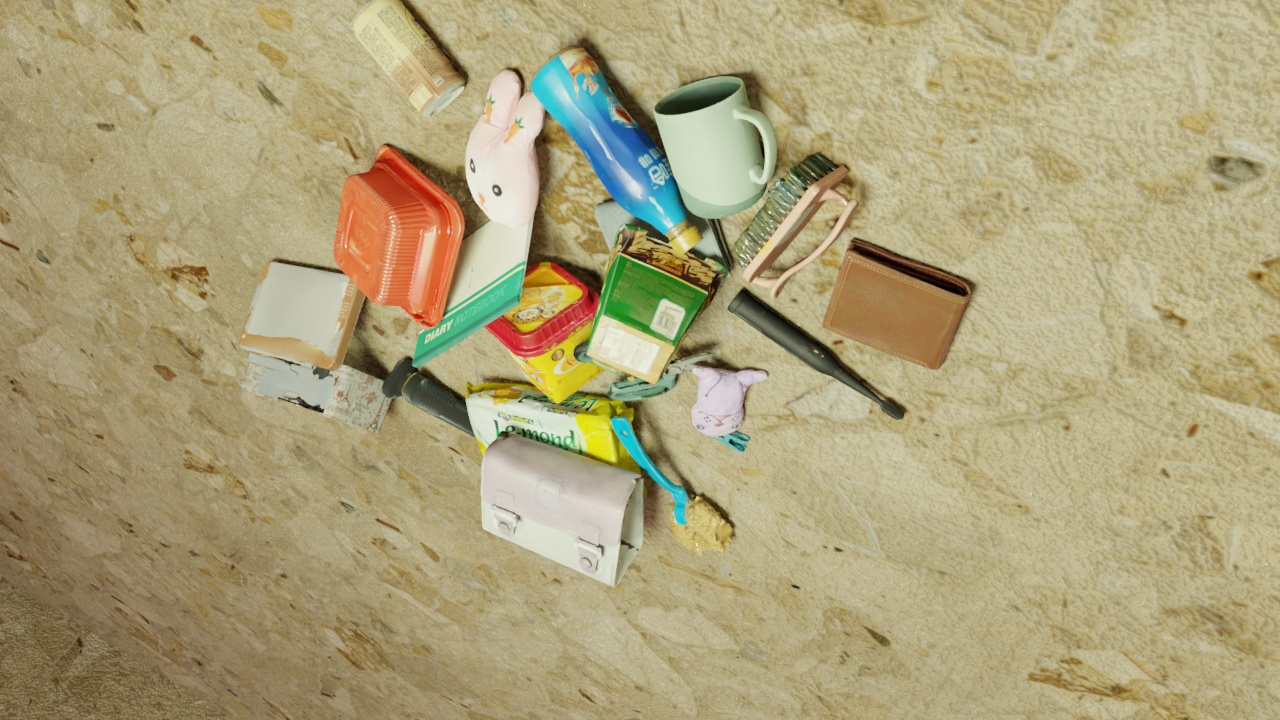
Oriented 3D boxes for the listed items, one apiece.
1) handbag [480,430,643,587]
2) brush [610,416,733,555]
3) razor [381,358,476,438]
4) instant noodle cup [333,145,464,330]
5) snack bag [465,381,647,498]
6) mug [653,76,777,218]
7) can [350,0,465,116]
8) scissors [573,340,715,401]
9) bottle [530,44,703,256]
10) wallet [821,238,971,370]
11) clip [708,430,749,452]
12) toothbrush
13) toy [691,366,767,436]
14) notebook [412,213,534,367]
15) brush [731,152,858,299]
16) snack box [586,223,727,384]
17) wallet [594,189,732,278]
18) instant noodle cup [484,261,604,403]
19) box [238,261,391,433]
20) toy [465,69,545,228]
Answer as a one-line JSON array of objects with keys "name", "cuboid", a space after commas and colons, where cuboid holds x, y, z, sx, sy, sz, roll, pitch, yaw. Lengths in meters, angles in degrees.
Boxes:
[{"name": "handbag", "cuboid": [-0.098, 0.179, 1.133, 0.197, 0.098, 0.145, 18, 128, 19]}, {"name": "brush", "cuboid": [0.035, 0.157, 1.131, 0.083, 0.045, 0.255, -1, 136, 42]}, {"name": "razor", "cuboid": [-0.277, 0.061, 1.282, 0.167, 0.062, 0.068, 31, 166, 0]}, {"name": "instant noodle cup", "cuboid": [-0.284, -0.138, 1.047, 0.189, 0.078, 0.165, 39, 124, 33]}, {"name": "snack bag", "cuboid": [-0.107, 0.105, 1.189, 0.247, 0.068, 0.158, 8, 129, 26]}, {"name": "mug", "cuboid": [0.076, -0.188, 0.820, 0.112, 0.082, 0.106, 13, 134, 44]}, {"name": "can", "cuboid": [-0.238, -0.313, 0.945, 0.059, 0.058, 0.116, -28, 106, 43]}, {"name": "scissors", "cuboid": [-0.006, 0.006, 1.025, 0.181, 0.019, 0.171, 23, 149, -38]}, {"name": "bottle", "cuboid": [-0.017, -0.194, 0.876, 0.065, 0.065, 0.218, -33, 95, 44]}, {"name": "wallet", "cuboid": [0.241, -0.050, 0.871, 0.124, 0.032, 0.101, 24, 137, 16]}, {"name": "clip", "cuboid": [0.101, 0.088, 1.081, 0.057, 0.014, 0.045, 24, 136, 13]}, {"name": "toothbrush", "cuboid": [0.183, -0.002, 0.949, 0.212, 0.026, 0.027, 35, 170, 2]}, {"name": "toy", "cuboid": [0.093, 0.046, 1.034, 0.084, 0.038, 0.108, 3, 133, -5]}, {"name": "notebook", "cuboid": [-0.189, -0.089, 1.041, 0.012, 0.150, 0.210, 27, 144, -34]}, {"name": "brush", "cuboid": [0.139, -0.119, 0.856, 0.073, 0.063, 0.146, 45, 137, 9]}, {"name": "snack box", "cuboid": [0.006, -0.048, 0.923, 0.118, 0.105, 0.118, 23, 146, -2]}, {"name": "wallet", "cuboid": [0.023, -0.121, 0.948, 0.130, 0.036, 0.106, -3, 122, 35]}, {"name": "instant noodle cup", "cuboid": [-0.103, -0.027, 1.044, 0.116, 0.115, 0.124, 38, 155, 39]}, {"name": "box", "cuboid": [-0.447, -0.015, 1.307, 0.181, 0.197, 0.157, 11, 171, 24]}, {"name": "toy", "cuboid": [-0.141, -0.216, 0.955, 0.121, 0.054, 0.160, 44, 134, 32]}]
